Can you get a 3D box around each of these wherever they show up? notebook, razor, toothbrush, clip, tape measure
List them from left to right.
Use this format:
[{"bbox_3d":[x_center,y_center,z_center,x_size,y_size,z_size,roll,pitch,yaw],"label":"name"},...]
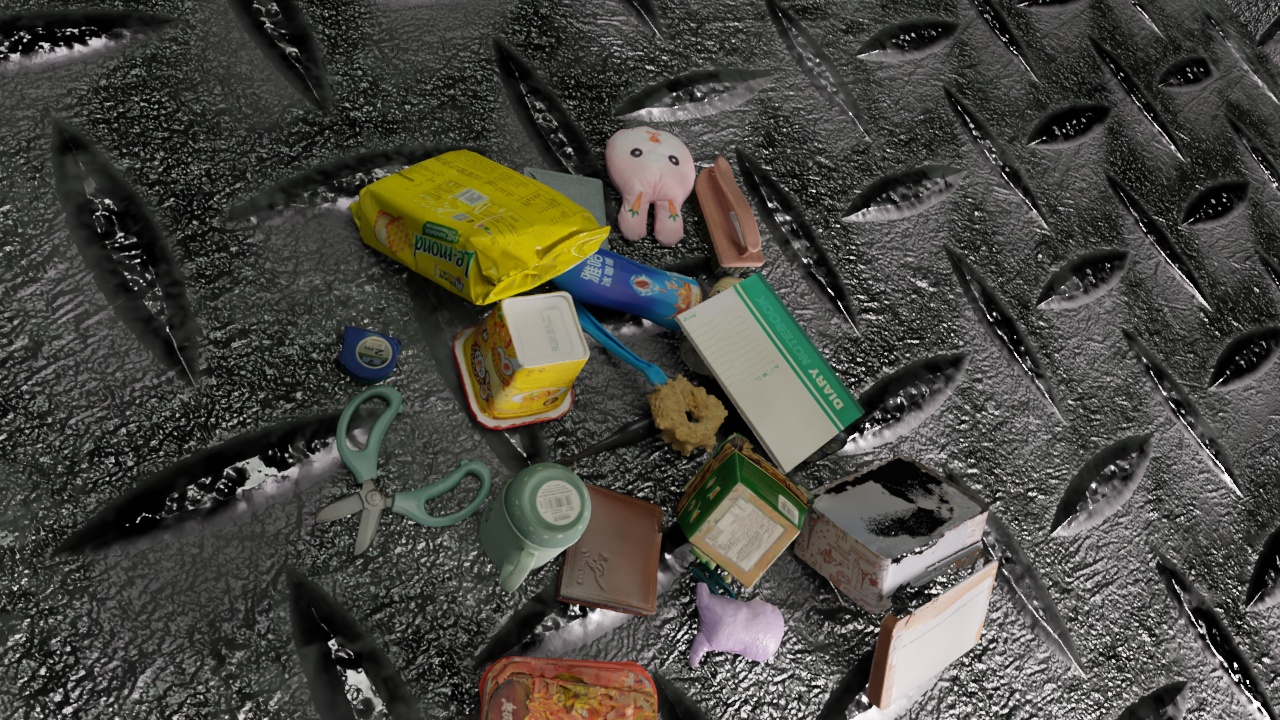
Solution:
[{"bbox_3d":[-0.269,-0.004,0.905,0.058,0.025,0.054,14,62,-15],"label":"tape measure"},{"bbox_3d":[-0.009,0.079,0.990,0.212,0.026,0.027,-22,37,-33],"label":"toothbrush"},{"bbox_3d":[0.077,0.233,0.963,0.045,0.014,0.057,-38,88,-33],"label":"clip"},{"bbox_3d":[0.149,0.008,1.041,0.150,0.012,0.209,-30,81,-35],"label":"notebook"},{"bbox_3d":[0.190,0.037,1.094,0.067,0.062,0.167,18,48,-53],"label":"razor"}]

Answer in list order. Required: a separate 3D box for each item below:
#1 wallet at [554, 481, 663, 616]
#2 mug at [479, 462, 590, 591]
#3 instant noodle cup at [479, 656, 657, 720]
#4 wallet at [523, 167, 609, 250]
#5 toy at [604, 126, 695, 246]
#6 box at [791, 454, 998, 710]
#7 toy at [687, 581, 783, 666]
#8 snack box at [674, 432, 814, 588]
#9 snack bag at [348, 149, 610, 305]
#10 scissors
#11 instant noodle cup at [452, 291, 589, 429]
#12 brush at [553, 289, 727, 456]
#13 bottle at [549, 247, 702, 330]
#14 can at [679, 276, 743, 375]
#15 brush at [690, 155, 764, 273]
[{"bbox_3d":[-0.030,0.189,0.923,0.101,0.032,0.124,16,59,-16],"label":"wallet"},{"bbox_3d":[-0.102,0.158,0.856,0.082,0.107,0.111,27,57,-13],"label":"mug"},{"bbox_3d":[-0.069,0.354,0.790,0.164,0.079,0.188,12,62,-21],"label":"instant noodle cup"},{"bbox_3d":[-0.087,-0.163,1.067,0.106,0.037,0.129,6,63,-25],"label":"wallet"},{"bbox_3d":[0.014,-0.219,1.139,0.121,0.054,0.159,4,72,-23],"label":"toy"},{"bbox_3d":[0.278,0.235,1.024,0.180,0.198,0.157,-19,34,-32],"label":"box"},{"bbox_3d":[0.100,0.276,0.938,0.108,0.039,0.083,14,81,-24],"label":"toy"},{"bbox_3d":[0.106,0.159,0.927,0.118,0.105,0.117,38,99,-3],"label":"snack box"},{"bbox_3d":[-0.169,-0.143,0.932,0.247,0.068,0.157,29,47,34],"label":"snack bag"},{"bbox_3d":[-0.236,0.095,0.877,0.170,0.019,0.181,-15,74,-30],"label":"scissors"},{"bbox_3d":[-0.114,-0.005,0.921,0.115,0.124,0.116,-9,70,-30],"label":"instant noodle cup"},{"bbox_3d":[-0.006,0.006,1.007,0.254,0.046,0.083,43,56,16],"label":"brush"},{"bbox_3d":[-0.035,-0.088,1.021,0.218,0.065,0.065,15,60,-28],"label":"bottle"},{"bbox_3d":[0.093,-0.041,1.081,0.058,0.059,0.116,34,55,-7],"label":"can"},{"bbox_3d":[0.108,-0.183,1.152,0.063,0.073,0.145,-4,66,-27],"label":"brush"}]
